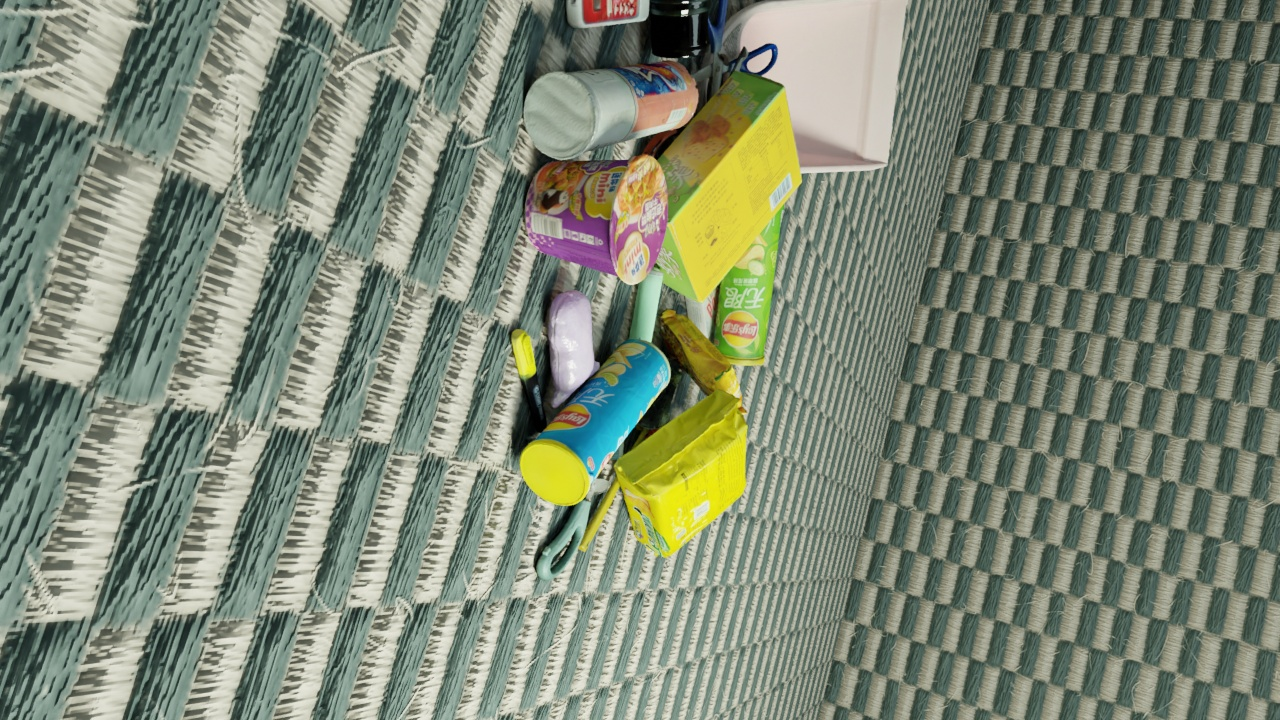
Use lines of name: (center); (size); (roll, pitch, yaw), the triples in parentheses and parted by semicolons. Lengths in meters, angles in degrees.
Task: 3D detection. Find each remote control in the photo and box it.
remote control: (-0.027, -0.337, 0.841); (0.135, 0.020, 0.056); (-37, 133, -55)

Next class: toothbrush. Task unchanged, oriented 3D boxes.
toothbrush: (-0.029, 0.137, 1.071); (0.189, 0.017, 0.016); (-61, 152, -29)
toothbrush: (-0.006, 0.006, 1.043); (0.026, 0.027, 0.224); (-121, -139, -83)

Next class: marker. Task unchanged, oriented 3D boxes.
marker: (-0.102, 0.022, 0.857); (0.018, 0.015, 0.124); (-51, 147, -39)

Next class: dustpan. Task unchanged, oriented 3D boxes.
dustpan: (0.204, -0.331, 1.129); (0.138, 0.273, 0.223); (-84, 173, -66)

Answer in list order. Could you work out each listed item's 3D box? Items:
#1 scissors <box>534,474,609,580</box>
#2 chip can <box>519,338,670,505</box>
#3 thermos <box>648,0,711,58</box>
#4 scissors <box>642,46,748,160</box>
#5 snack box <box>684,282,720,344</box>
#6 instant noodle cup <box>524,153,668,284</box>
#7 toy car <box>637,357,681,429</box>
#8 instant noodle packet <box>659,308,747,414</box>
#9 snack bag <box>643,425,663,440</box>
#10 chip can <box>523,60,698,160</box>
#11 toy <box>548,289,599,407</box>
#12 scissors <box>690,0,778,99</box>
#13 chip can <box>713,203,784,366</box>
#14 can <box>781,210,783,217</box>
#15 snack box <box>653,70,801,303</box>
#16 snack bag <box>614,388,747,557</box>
scissors: (-0.076, 0.159, 0.975); (0.170, 0.019, 0.181); (26, 76, -66)
chip can: (-0.039, 0.056, 0.924); (0.209, 0.071, 0.071); (-50, 144, -51)
thermos: (0.033, -0.425, 0.888); (0.090, 0.068, 0.243); (-106, -168, -58)
scissors: (0.065, -0.245, 1.032); (0.225, 0.015, 0.189); (-32, 140, -37)
snack box: (0.091, -0.072, 1.217); (0.084, 0.027, 0.157); (-56, 149, -40)
instant noodle cup: (-0.041, -0.130, 0.815); (0.111, 0.099, 0.112); (-38, 134, -53)
toy car: (0.019, 0.040, 1.098); (0.034, 0.043, 0.090); (132, -25, -68)
instant noodle packet: (0.076, 0.007, 1.110); (0.044, 0.128, 0.111); (-38, 145, -5)
snack bag: (0.016, 0.125, 1.147); (0.048, 0.026, 0.104); (-23, 123, -53)
chip can: (-0.019, -0.235, 0.845); (0.214, 0.071, 0.071); (-35, 132, -57)
toy: (-0.065, -0.018, 0.888); (0.083, 0.039, 0.108); (-44, 137, -51)
scissors: (0.091, -0.341, 1.033); (0.172, 0.012, 0.162); (-30, 125, -26)
chip can: (0.137, -0.105, 1.176); (0.072, 0.073, 0.221); (-24, 122, -61)
can: (0.152, -0.174, 1.266); (0.134, 0.053, 0.053); (-57, 149, -38)
snack box: (0.087, -0.192, 1.026); (0.209, 0.070, 0.158); (-50, 148, -14)
snack bag: (0.059, 0.147, 1.100); (0.158, 0.068, 0.247); (-34, 150, -14)
